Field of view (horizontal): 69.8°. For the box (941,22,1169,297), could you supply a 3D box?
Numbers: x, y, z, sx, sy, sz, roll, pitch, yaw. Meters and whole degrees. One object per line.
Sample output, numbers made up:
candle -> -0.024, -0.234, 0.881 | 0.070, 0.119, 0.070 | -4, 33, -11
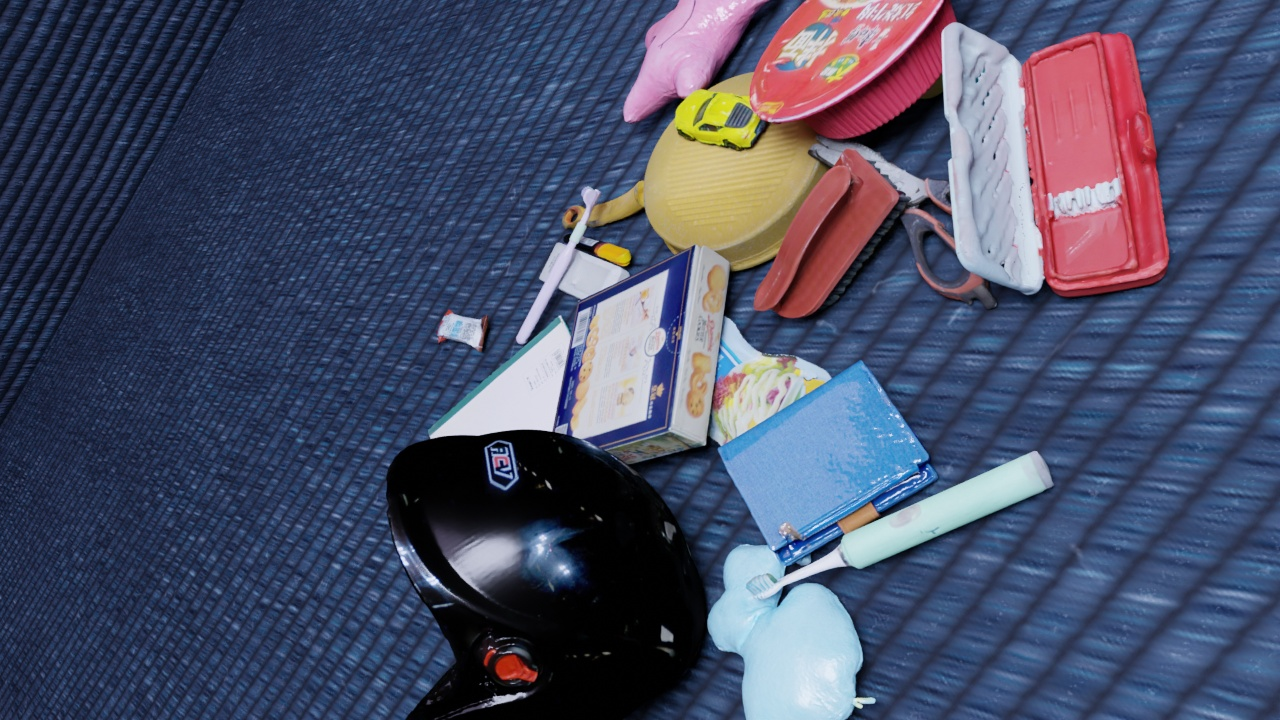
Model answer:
box -> 0.279, -0.142, 0.640 | 0.155, 0.074, 0.200 | 3, 68, 2

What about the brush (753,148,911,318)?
brush -> 0.143, -0.092, 0.731 | 0.063, 0.069, 0.146 | 58, 135, 33

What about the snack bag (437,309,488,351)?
snack bag -> -0.214, -0.037, 1.108 | 0.104, 0.026, 0.048 | 7, 82, 45

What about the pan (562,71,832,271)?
pan -> 0.037, -0.173, 0.920 | 0.358, 0.078, 0.197 | 0, 68, 37

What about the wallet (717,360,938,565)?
wallet -> 0.137, 0.076, 0.681 | 0.133, 0.040, 0.106 | -34, 65, 11

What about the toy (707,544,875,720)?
toy -> 0.106, 0.204, 0.669 | 0.157, 0.050, 0.161 | 0, 61, 50

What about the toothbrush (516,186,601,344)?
toothbrush -> -0.091, -0.099, 0.989 | 0.021, 0.029, 0.189 | 31, 106, 12

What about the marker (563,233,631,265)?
marker -> -0.048, -0.121, 0.983 | 0.018, 0.015, 0.124 | -35, 34, -21

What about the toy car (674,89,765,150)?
toy car -> 0.070, -0.226, 0.847 | 0.105, 0.032, 0.048 | 24, 85, 43

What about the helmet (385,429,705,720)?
helmet -> -0.078, 0.166, 0.711 | 0.230, 0.275, 0.233 | -21, 35, 3

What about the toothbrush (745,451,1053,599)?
toothbrush -> 0.174, 0.121, 0.637 | 0.225, 0.027, 0.026 | -30, 28, 20

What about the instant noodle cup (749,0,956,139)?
instant noodle cup -> 0.182, -0.249, 0.740 | 0.194, 0.066, 0.193 | -36, 32, 27

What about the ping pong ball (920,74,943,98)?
ping pong ball -> 0.237, -0.238, 0.761 | 0.040, 0.040, 0.040 | -21, 57, 36

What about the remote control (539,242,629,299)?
remote control -> -0.063, -0.092, 0.991 | 0.125, 0.024, 0.049 | 27, 90, 48

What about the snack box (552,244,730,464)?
snack box -> -0.005, 0.005, 0.837 | 0.183, 0.045, 0.177 | -20, 52, 47

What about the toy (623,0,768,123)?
toy -> 0.046, -0.327, 0.961 | 0.194, 0.074, 0.178 | -53, 30, -2

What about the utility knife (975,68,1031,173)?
utility knife -> 0.279, -0.207, 0.726 | 0.029, 0.013, 0.179 | -31, 53, 25

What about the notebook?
notebook -> -0.137, 0.065, 0.975 | 0.209, 0.012, 0.150 | -40, 48, 14

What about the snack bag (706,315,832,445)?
snack bag -> 0.078, 0.026, 0.791 | 0.191, 0.038, 0.110 | 32, 105, 48

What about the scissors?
scissors -> 0.208, -0.117, 0.724 | 0.207, 0.015, 0.191 | -4, 78, 36
